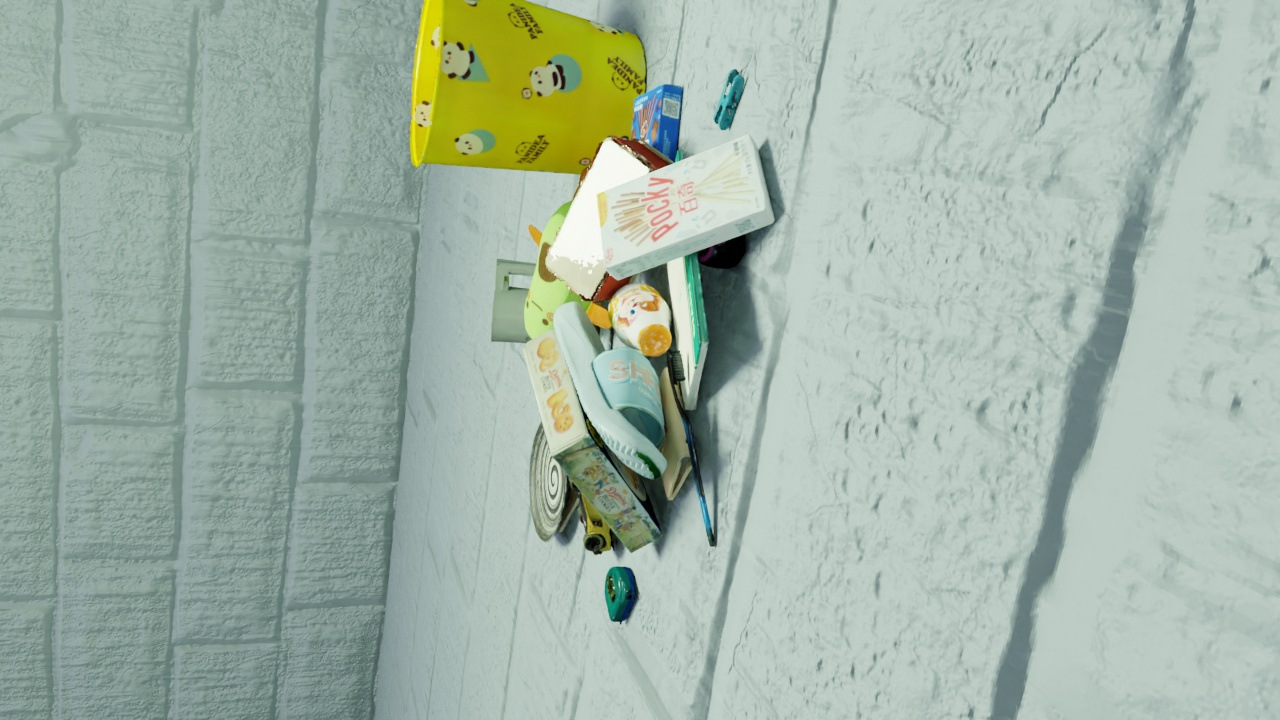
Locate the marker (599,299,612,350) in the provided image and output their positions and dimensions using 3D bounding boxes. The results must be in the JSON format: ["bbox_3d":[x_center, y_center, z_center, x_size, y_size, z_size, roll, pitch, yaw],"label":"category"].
[{"bbox_3d":[-0.043,-0.051,1.165,0.017,0.017,0.145,-178,92,-69],"label":"marker"}]

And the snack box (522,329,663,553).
[{"bbox_3d":[-0.052,0.085,0.979,0.182,0.046,0.177,58,-174,-40],"label":"snack box"}]

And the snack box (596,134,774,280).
[{"bbox_3d":[0.037,-0.137,0.824,0.157,0.027,0.084,-18,61,19],"label":"snack box"}]

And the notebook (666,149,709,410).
[{"bbox_3d":[0.043,-0.075,0.893,0.151,0.012,0.208,96,170,-64],"label":"notebook"}]

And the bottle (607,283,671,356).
[{"bbox_3d":[0.003,-0.040,0.969,0.108,0.063,0.063,-119,38,-64],"label":"bottle"}]

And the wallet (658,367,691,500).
[{"bbox_3d":[0.029,0.077,0.940,0.087,0.024,0.115,104,161,-47],"label":"wallet"}]

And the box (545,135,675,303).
[{"bbox_3d":[-0.035,-0.151,0.984,0.091,0.076,0.169,41,117,24],"label":"box"}]

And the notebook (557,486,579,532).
[{"bbox_3d":[-0.109,0.121,1.316,0.148,0.008,0.207,119,148,-48],"label":"notebook"}]

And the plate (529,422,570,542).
[{"bbox_3d":[-0.125,0.168,1.307,0.180,0.024,0.179,-177,90,-67],"label":"plate"}]

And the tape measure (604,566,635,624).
[{"bbox_3d":[-0.025,0.264,1.051,0.054,0.025,0.058,-111,33,-45],"label":"tape measure"}]

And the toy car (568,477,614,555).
[{"bbox_3d":[-0.059,0.158,1.072,0.071,0.041,0.156,-112,9,-62],"label":"toy car"}]

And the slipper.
[{"bbox_3d":[-0.021,0.021,0.929,0.104,0.074,0.245,54,-174,-46],"label":"slipper"}]

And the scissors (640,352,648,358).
[{"bbox_3d":[-0.006,0.007,1.066,0.134,0.017,0.057,136,140,-55],"label":"scissors"}]

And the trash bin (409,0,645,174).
[{"bbox_3d":[-0.144,-0.339,1.146,0.230,0.255,0.229,-176,91,-69],"label":"trash bin"}]

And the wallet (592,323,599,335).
[{"bbox_3d":[-0.082,-0.056,1.267,0.101,0.020,0.115,129,142,-54],"label":"wallet"}]

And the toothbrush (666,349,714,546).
[{"bbox_3d":[0.050,0.081,0.861,0.014,0.016,0.189,147,111,-81],"label":"toothbrush"}]

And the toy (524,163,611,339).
[{"bbox_3d":[-0.085,-0.114,1.136,0.227,0.089,0.247,54,133,43],"label":"toy"}]

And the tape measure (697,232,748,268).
[{"bbox_3d":[0.072,-0.114,0.847,0.057,0.039,0.057,153,119,-65],"label":"tape measure"}]

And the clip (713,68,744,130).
[{"bbox_3d":[0.084,-0.248,0.876,0.043,0.014,0.057,-114,34,-51],"label":"clip"}]

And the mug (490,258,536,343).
[{"bbox_3d":[-0.161,-0.083,1.328,0.083,0.103,0.124,-99,16,-65],"label":"mug"}]

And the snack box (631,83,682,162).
[{"bbox_3d":[0.013,-0.225,1.038,0.085,0.026,0.157,-167,82,-68],"label":"snack box"}]
